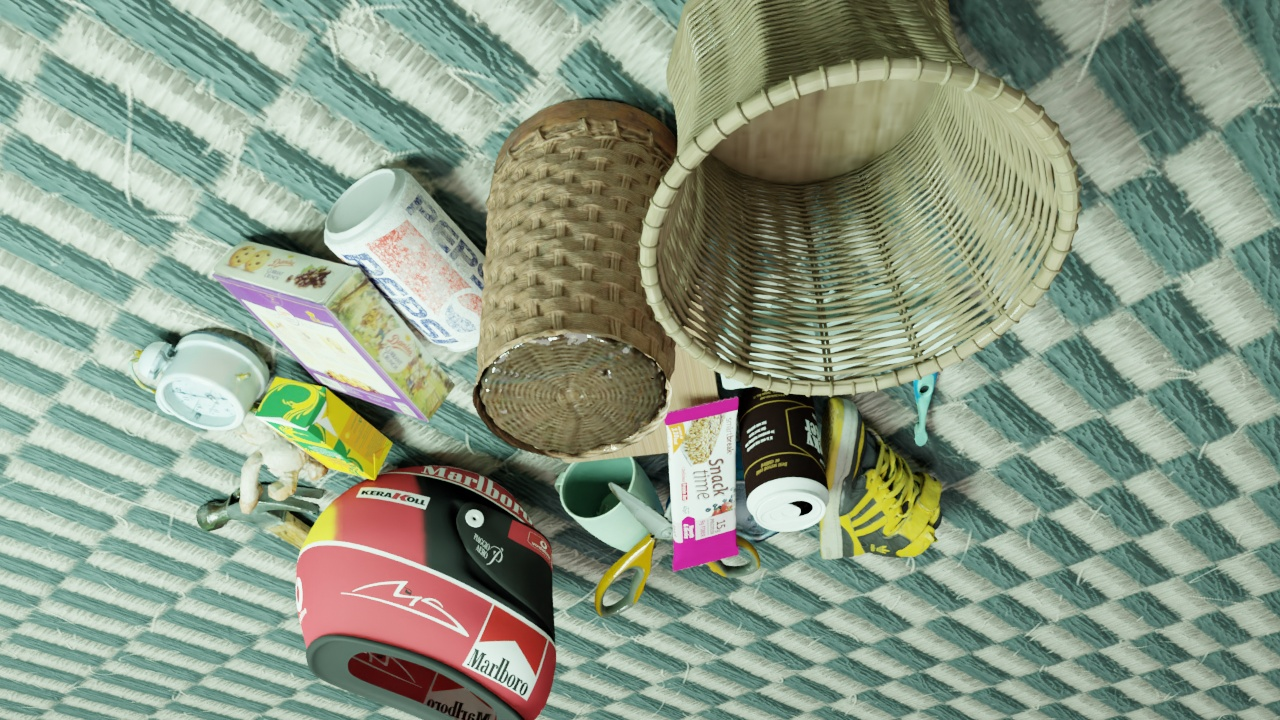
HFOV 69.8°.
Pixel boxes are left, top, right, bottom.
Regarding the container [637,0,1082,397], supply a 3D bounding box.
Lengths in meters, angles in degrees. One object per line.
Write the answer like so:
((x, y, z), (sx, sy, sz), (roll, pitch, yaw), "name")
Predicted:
((0.112, -0.124, 0.549), (0.227, 0.195, 0.227), (0, 138, 0), "container")

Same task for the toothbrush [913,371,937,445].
((0.266, 0.033, 0.860), (0.022, 0.017, 0.135), (-6, 135, 7), "toothbrush")

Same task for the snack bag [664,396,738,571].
((0.060, 0.120, 0.854), (0.070, 0.016, 0.197), (-12, 125, -12), "snack bag")

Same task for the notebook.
((-0.021, 0.011, 0.806), (0.169, 0.022, 0.211), (-7, 134, 8), "notebook")

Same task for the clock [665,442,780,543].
((0.089, 0.147, 0.951), (0.116, 0.060, 0.162), (14, 137, -16), "clock")

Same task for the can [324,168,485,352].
((-0.165, -0.073, 0.692), (0.078, 0.078, 0.136), (-21, 134, 21), "can")

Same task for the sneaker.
((0.238, 0.124, 0.903), (0.122, 0.085, 0.239), (-1, 142, 9), "sneaker")

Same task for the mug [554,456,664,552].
((-0.035, 0.144, 0.941), (0.111, 0.084, 0.104), (8, 151, 33), "mug")

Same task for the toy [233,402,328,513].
((-0.355, 0.085, 0.871), (0.074, 0.085, 0.106), (8, 125, 37), "toy")

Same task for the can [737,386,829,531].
((0.127, 0.083, 0.827), (0.072, 0.128, 0.072), (0, 138, 0), "can")

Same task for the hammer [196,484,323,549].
((-0.344, 0.239, 1.071), (0.132, 0.033, 0.330), (-20, 135, 19), "hammer")

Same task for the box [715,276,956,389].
((0.163, -0.017, 0.777), (0.199, 0.070, 0.085), (-9, 118, 7), "box")

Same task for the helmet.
((-0.195, 0.220, 0.902), (0.271, 0.224, 0.198), (27, 139, -11), "helmet")

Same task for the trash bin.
((-0.034, -0.054, 0.616), (0.151, 0.209, 0.151), (-1, 138, -1), "trash bin")

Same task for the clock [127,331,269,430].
((-0.389, 0.017, 0.807), (0.117, 0.056, 0.083), (6, 138, 3), "clock")

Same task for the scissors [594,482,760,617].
((0.037, 0.181, 0.909), (0.225, 0.016, 0.226), (10, 123, -23), "scissors")

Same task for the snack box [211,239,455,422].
((-0.239, -0.022, 0.721), (0.144, 0.040, 0.148), (15, 150, 33), "snack box")

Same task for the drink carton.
((-0.286, 0.065, 0.842), (0.058, 0.041, 0.122), (10, 154, 24), "drink carton")
